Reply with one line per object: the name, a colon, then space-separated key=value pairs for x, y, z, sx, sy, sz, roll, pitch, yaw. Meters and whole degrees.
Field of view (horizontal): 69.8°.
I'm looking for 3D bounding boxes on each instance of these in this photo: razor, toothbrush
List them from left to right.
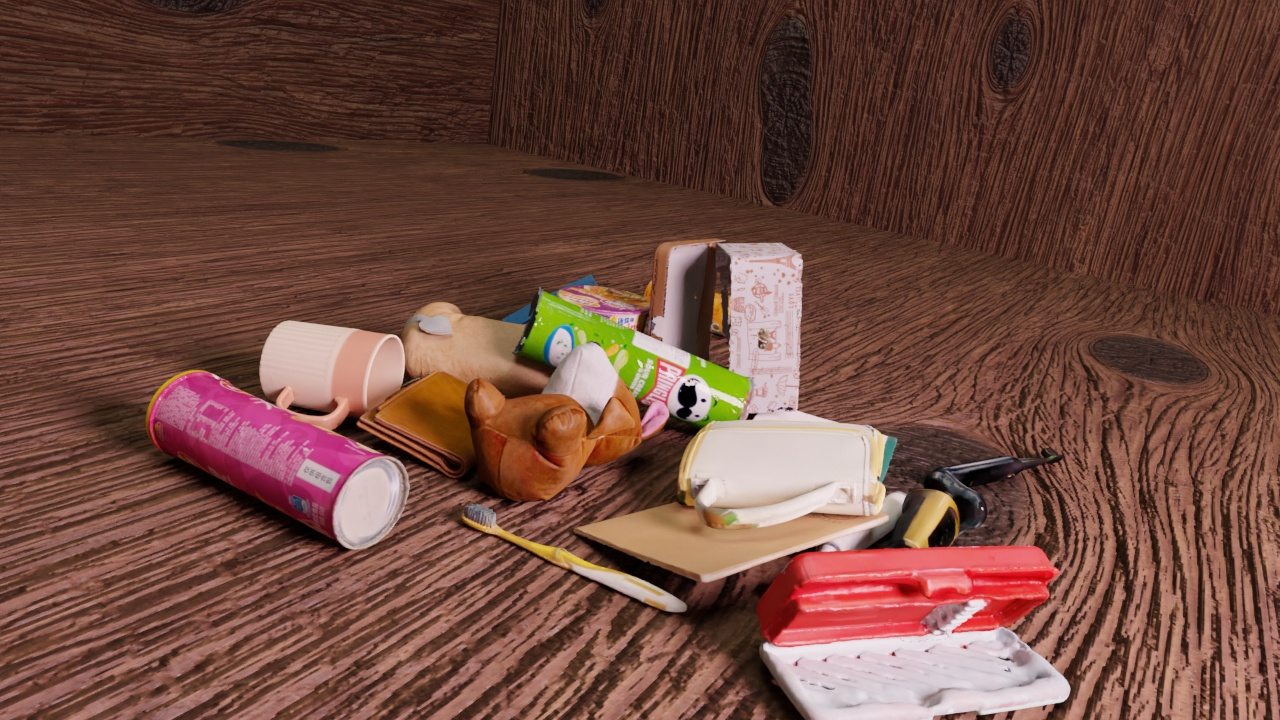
toothbrush: x=-0.052 y=0.140 z=0.659 sx=0.191 sy=0.018 sz=0.016 roll=17 pitch=21 yaw=25
toothbrush: x=0.165 y=0.146 z=0.733 sx=0.027 sy=0.026 sz=0.220 roll=43 pitch=32 yaw=24
razor: x=0.231 y=0.133 z=0.727 sx=0.068 sy=0.062 sz=0.167 roll=-5 pitch=5 yaw=29
toothbrush: x=0.376 y=0.110 z=0.949 sx=0.212 sy=0.026 sz=0.027 roll=-4 pitch=44 yaw=-36

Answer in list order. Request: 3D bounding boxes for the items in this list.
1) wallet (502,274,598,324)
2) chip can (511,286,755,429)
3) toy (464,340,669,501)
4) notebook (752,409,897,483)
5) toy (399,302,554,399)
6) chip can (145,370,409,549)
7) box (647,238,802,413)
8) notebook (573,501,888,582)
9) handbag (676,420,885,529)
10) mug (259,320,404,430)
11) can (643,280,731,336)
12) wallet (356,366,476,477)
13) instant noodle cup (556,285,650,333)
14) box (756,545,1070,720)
wallet: x=-0.110 y=-0.061 z=1.142 sx=0.133 sy=0.040 sz=0.106 roll=-28 pitch=20 yaw=0
chip can: x=-0.005 y=0.005 z=0.913 sx=0.236 sy=0.072 sz=0.072 roll=23 pitch=15 yaw=-11
toy: x=-0.064 y=0.046 z=0.800 sx=0.140 sy=0.130 sz=0.199 roll=18 pitch=10 yaw=27
notebook: x=0.174 y=0.093 z=0.928 sx=0.150 sy=0.012 sz=0.208 roll=15 pitch=18 yaw=18
toy: x=-0.137 y=-0.002 z=0.953 sx=0.226 sy=0.083 sz=0.143 roll=10 pitch=42 yaw=-4
chip can: x=-0.274 y=0.071 z=0.685 sx=0.211 sy=0.071 sz=0.071 roll=19 pitch=20 yaw=27
box: x=0.081 y=-0.044 z=1.023 sx=0.168 sy=0.182 sz=0.150 roll=-1 pitch=14 yaw=-5
notebook: x=0.073 y=0.129 z=0.721 sx=0.207 sy=0.008 sz=0.148 roll=-7 pitch=9 yaw=-39
handbag: x=0.112 y=0.093 z=0.744 sx=0.163 sy=0.063 sz=0.178 roll=0 pitch=11 yaw=17
mug: x=-0.290 y=0.019 z=0.846 sx=0.106 sy=0.082 sz=0.114 roll=9 pitch=42 yaw=8
can: x=0.078 y=-0.078 z=1.347 sx=0.146 sy=0.058 sz=0.058 roll=17 pitch=19 yaw=24
wallet: x=-0.182 y=0.049 z=0.830 sx=0.119 sy=0.035 sz=0.130 roll=23 pitch=20 yaw=8
instant noodle cup: x=-0.046 y=-0.025 z=1.051 sx=0.111 sy=0.099 sz=0.111 roll=7 pitch=17 yaw=-2
box: x=0.179 y=0.180 z=0.574 sx=0.201 sy=0.096 sz=0.099 roll=3 pitch=46 yaw=-22
